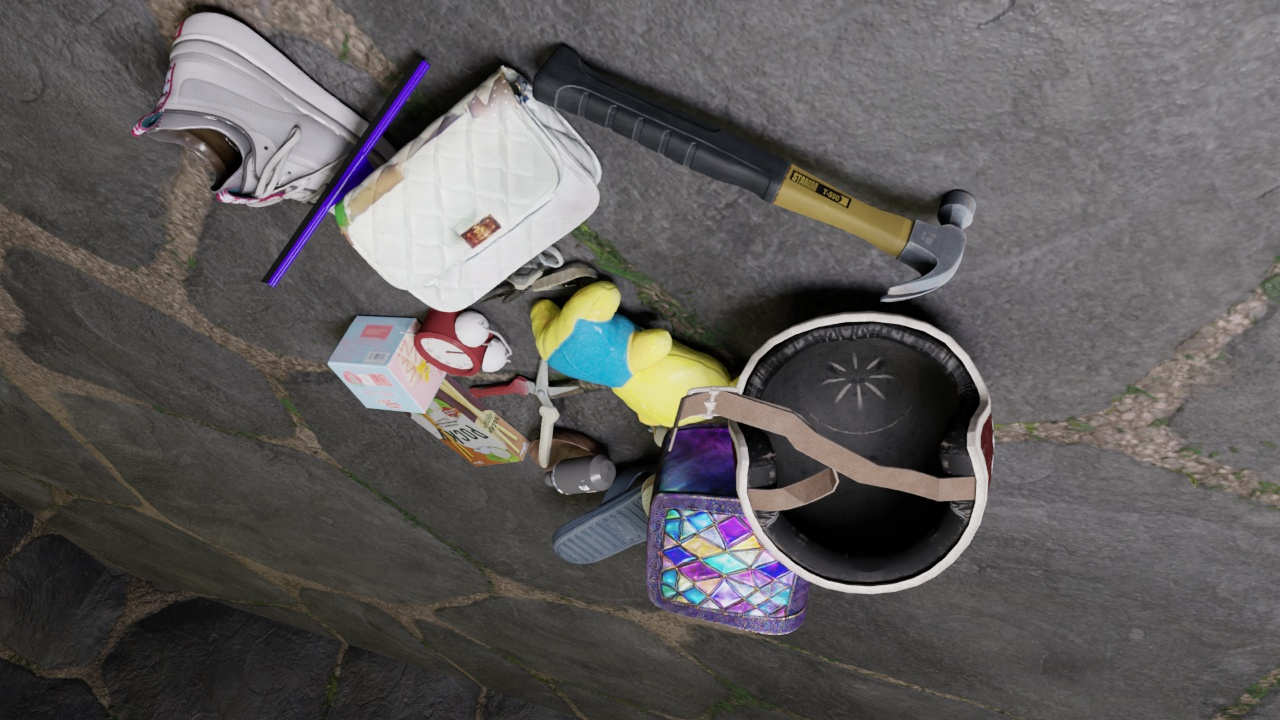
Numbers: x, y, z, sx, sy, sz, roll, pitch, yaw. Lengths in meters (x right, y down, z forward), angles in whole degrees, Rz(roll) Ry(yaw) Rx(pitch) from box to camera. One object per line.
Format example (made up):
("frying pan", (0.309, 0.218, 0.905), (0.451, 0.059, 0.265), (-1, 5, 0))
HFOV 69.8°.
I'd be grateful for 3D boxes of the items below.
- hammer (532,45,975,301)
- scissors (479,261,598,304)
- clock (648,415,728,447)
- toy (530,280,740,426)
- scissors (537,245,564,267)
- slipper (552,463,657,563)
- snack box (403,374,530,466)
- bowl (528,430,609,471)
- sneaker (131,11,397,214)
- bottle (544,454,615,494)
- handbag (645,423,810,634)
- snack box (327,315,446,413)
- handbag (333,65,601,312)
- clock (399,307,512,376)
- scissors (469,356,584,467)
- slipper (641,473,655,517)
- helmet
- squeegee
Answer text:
("hammer", (0.078, -0.139, 0.664), (0.333, 0.117, 0.025), (25, 147, 3))
("scissors", (-0.106, -0.074, 0.922), (0.153, 0.012, 0.163), (-3, 169, 2))
("clock", (0.062, 0.085, 1.058), (0.125, 0.051, 0.089), (25, 149, -2))
("toy", (-0.006, 0.005, 0.942), (0.214, 0.083, 0.149), (33, 155, -23))
("scissors", (-0.137, -0.132, 0.873), (0.141, 0.014, 0.165), (42, 147, -20))
("slipper", (-0.005, 0.182, 1.203), (0.264, 0.082, 0.101), (-28, 129, 21))
("snack box", (-0.249, 0.078, 1.240), (0.101, 0.031, 0.186), (-11, 137, 40))
("bowl", (-0.088, 0.123, 1.216), (0.119, 0.032, 0.119), (15, 148, 9))
("sneaker", (-0.306, -0.168, 0.804), (0.097, 0.128, 0.263), (-7, 144, 41))
("bottle", (-0.080, 0.147, 1.171), (0.113, 0.046, 0.047), (-14, 135, 43))
("handbag", (0.121, 0.181, 0.990), (0.222, 0.125, 0.205), (6, 125, 5))
("snack box", (-0.302, 0.004, 1.112), (0.093, 0.079, 0.095), (3, 143, 26))
("handbag", (-0.135, -0.130, 0.748), (0.195, 0.072, 0.139), (-34, 124, 21))
("clock", (-0.206, -0.021, 1.052), (0.125, 0.044, 0.087), (4, 145, 27))
("scissors", (-0.132, 0.062, 1.133), (0.200, 0.015, 0.179), (2, 124, 38))
("slipper", (0.087, 0.211, 1.143), (0.115, 0.052, 0.263), (-21, 129, 20))
("helmet", (0.176, 0.072, 0.776), (0.234, 0.252, 0.234), (-5, 119, 16))
("squeegee", (-0.193, -0.130, 0.830), (0.184, 0.055, 0.250), (27, 117, -36))
